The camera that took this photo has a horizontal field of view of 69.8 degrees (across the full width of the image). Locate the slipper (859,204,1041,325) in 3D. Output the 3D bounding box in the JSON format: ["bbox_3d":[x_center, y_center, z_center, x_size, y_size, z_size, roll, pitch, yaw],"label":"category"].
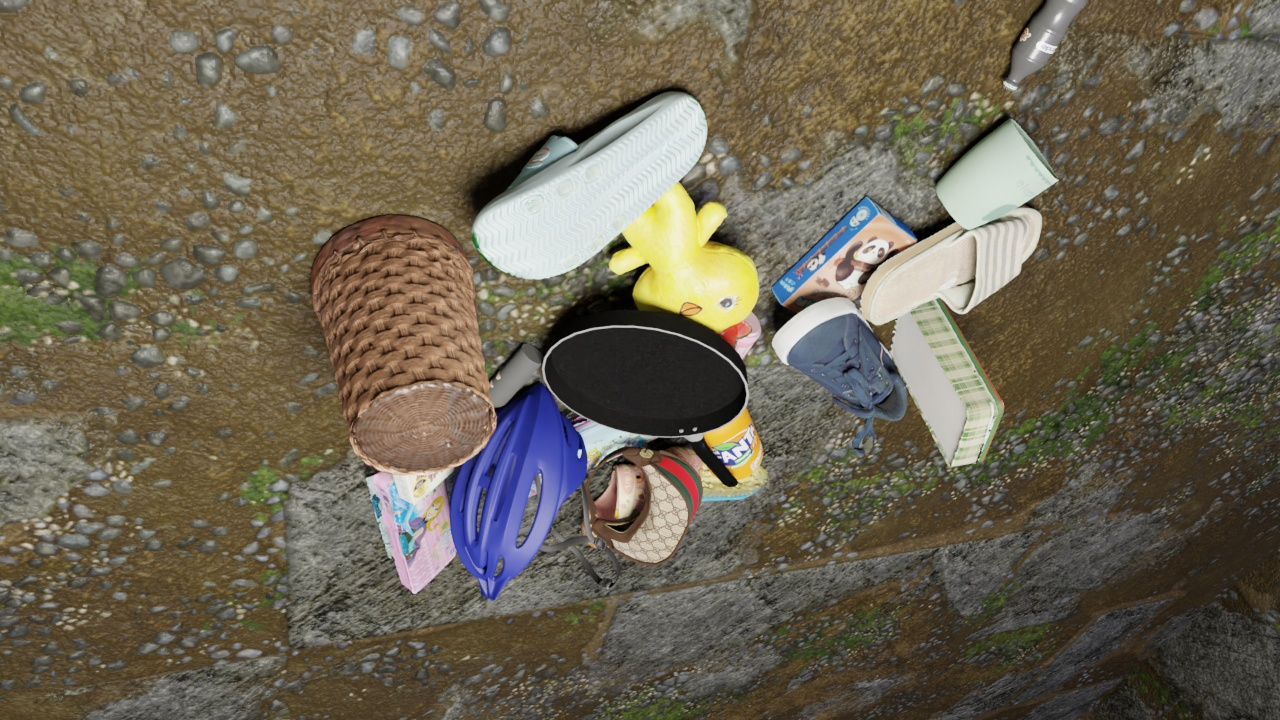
[{"bbox_3d":[0.371,-0.109,1.072,0.272,0.054,0.115,-20,130,-22],"label":"slipper"}]

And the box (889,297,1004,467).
[{"bbox_3d":[0.372,0.020,1.131,0.050,0.205,0.118,-11,137,-4],"label":"box"}]

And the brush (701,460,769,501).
[{"bbox_3d":[0.110,0.170,1.287,0.135,0.055,0.076,3,155,-27],"label":"brush"}]

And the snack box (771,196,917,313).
[{"bbox_3d":[0.234,-0.110,1.056,0.087,0.034,0.152,22,123,-41],"label":"snack box"}]

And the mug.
[{"bbox_3d":[0.391,-0.195,1.007,0.104,0.084,0.111,-38,153,31],"label":"mug"}]

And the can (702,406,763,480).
[{"bbox_3d":[0.105,0.090,1.176,0.079,0.079,0.142,-26,140,2],"label":"can"}]

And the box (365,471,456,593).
[{"bbox_3d":[-0.286,0.184,1.125,0.084,0.077,0.231,-45,152,-36],"label":"box"}]

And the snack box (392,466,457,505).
[{"bbox_3d":[-0.239,0.077,0.991,0.081,0.026,0.150,-46,144,-40],"label":"snack box"}]

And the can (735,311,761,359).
[{"bbox_3d":[0.093,-0.024,1.057,0.067,0.067,0.076,7,131,-31],"label":"can"}]

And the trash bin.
[{"bbox_3d":[-0.208,-0.009,0.822,0.151,0.210,0.151,-13,139,-12],"label":"trash bin"}]

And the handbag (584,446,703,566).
[{"bbox_3d":[-0.003,0.179,1.141,0.138,0.063,0.167,28,127,7],"label":"handbag"}]

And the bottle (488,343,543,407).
[{"bbox_3d":[-0.154,0.029,1.027,0.030,0.030,0.113,22,122,-40],"label":"bottle"}]

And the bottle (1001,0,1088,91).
[{"bbox_3d":[0.395,-0.318,0.905,0.036,0.036,0.110,2,133,-27],"label":"bottle"}]

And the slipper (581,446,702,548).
[{"bbox_3d":[-0.010,0.176,1.212,0.197,0.093,0.081,-36,127,15],"label":"slipper"}]

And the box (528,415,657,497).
[{"bbox_3d":[-0.074,0.106,1.142,0.214,0.036,0.076,-25,139,2],"label":"box"}]

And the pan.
[{"bbox_3d":[0.036,0.053,1.051,0.226,0.034,0.356,-9,143,28],"label":"pan"}]

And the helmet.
[{"bbox_3d":[-0.106,0.165,1.053,0.227,0.241,0.148,30,163,-26],"label":"helmet"}]

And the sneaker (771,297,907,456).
[{"bbox_3d":[0.255,0.022,1.103,0.121,0.127,0.294,-40,146,16],"label":"sneaker"}]

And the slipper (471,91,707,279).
[{"bbox_3d":[-0.047,-0.165,0.840,0.245,0.074,0.104,-37,139,-9],"label":"slipper"}]

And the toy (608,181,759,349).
[{"bbox_3d":[0.047,-0.097,0.943,0.134,0.092,0.208,-17,134,22],"label":"toy"}]
